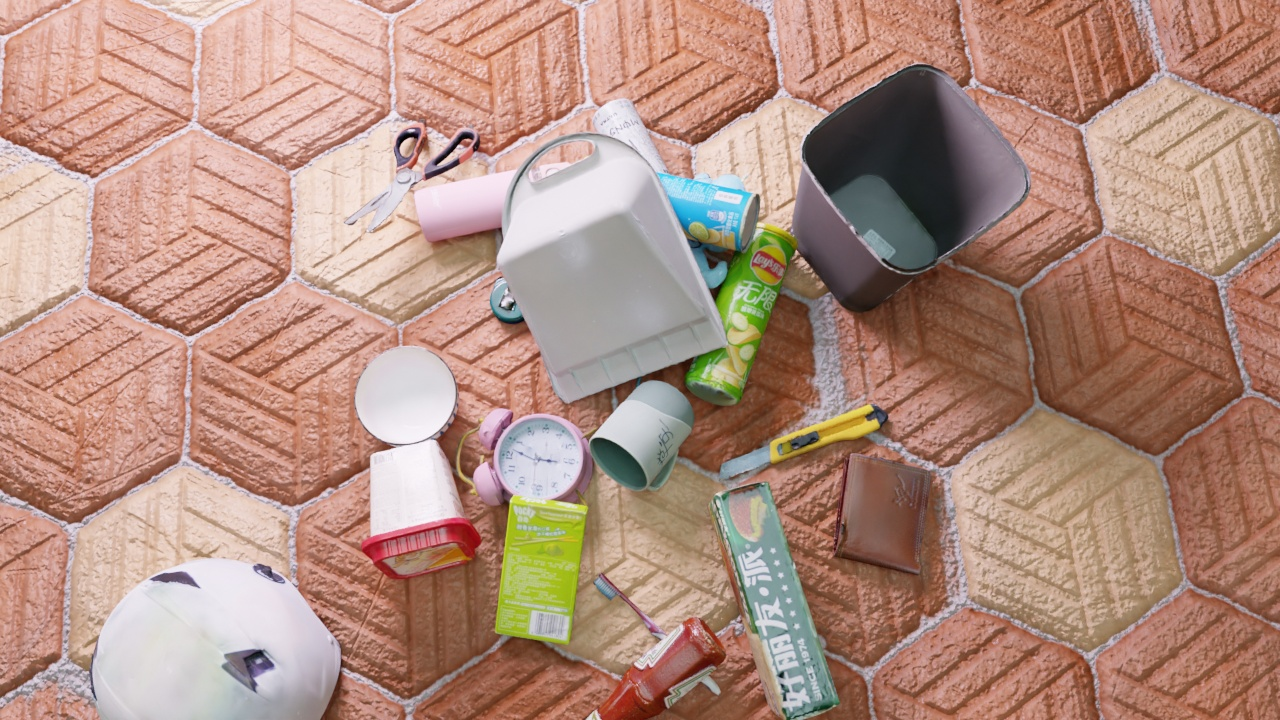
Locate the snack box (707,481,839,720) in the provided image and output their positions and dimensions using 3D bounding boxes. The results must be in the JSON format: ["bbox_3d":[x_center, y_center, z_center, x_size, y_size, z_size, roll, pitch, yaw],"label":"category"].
[{"bbox_3d":[0.138,0.257,0.991,0.063,0.114,0.240,-16,76,-4],"label":"snack box"}]

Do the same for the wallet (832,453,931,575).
[{"bbox_3d":[0.280,0.176,1.057,0.101,0.032,0.124,11,77,0],"label":"wallet"}]

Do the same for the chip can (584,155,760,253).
[{"bbox_3d":[0.028,-0.181,1.064,0.210,0.071,0.071,16,76,16],"label":"chip can"}]

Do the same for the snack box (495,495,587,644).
[{"bbox_3d":[-0.109,0.230,1.010,0.086,0.026,0.156,8,100,2],"label":"snack box"}]

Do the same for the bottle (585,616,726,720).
[{"bbox_3d":[-0.001,0.360,0.987,0.206,0.060,0.060,-40,79,1],"label":"bottle"}]

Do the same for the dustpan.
[{"bbox_3d":[-0.048,-0.119,1.056,0.223,0.258,0.142,-20,31,20],"label":"dustpan"}]

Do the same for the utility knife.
[{"bbox_3d":[0.192,0.098,1.082,0.218,0.015,0.033,-20,74,-5],"label":"utility knife"}]

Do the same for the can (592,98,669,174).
[{"bbox_3d":[-0.006,-0.252,1.147,0.058,0.058,0.146,-24,77,-7],"label":"can"}]

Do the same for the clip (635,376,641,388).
[{"bbox_3d":[-0.005,0.007,1.105,0.034,0.013,0.055,24,76,4],"label":"clip"}]

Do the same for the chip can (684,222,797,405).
[{"bbox_3d":[0.119,-0.054,1.091,0.072,0.073,0.221,20,76,4],"label":"chip can"}]

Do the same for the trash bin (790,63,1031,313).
[{"bbox_3d":[0.283,-0.174,1.048,0.199,0.220,0.198,-34,78,-9],"label":"trash bin"}]

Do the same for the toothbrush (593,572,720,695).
[{"bbox_3d":[0.018,0.308,1.028,0.187,0.016,0.017,42,87,9],"label":"toothbrush"}]

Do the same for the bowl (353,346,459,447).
[{"bbox_3d":[-0.266,0.047,1.065,0.116,0.066,0.116,0,76,-2],"label":"bowl"}]

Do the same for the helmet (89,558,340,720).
[{"bbox_3d":[-0.461,0.322,0.953,0.258,0.146,0.228,38,78,9],"label":"helmet"}]

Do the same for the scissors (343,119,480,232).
[{"bbox_3d":[-0.284,-0.232,1.120,0.197,0.015,0.213,-17,52,-13],"label":"scissors"}]

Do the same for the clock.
[{"bbox_3d":[-0.133,0.114,1.053,0.158,0.060,0.117,5,75,3],"label":"clock"}]

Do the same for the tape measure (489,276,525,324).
[{"bbox_3d":[-0.156,-0.072,1.118,0.058,0.025,0.054,16,75,4],"label":"tape measure"}]

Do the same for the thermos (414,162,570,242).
[{"bbox_3d":[-0.170,-0.188,1.124,0.198,0.067,0.087,-11,64,-4],"label":"thermos"}]

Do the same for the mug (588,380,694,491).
[{"bbox_3d":[0.010,0.092,1.047,0.082,0.112,0.106,6,43,42],"label":"mug"}]

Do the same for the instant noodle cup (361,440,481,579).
[{"bbox_3d":[-0.247,0.164,1.018,0.116,0.116,0.124,-13,65,-4],"label":"instant noodle cup"}]

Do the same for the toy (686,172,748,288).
[{"bbox_3d":[0.081,-0.161,1.119,0.156,0.050,0.161,-37,52,13],"label":"toy"}]
